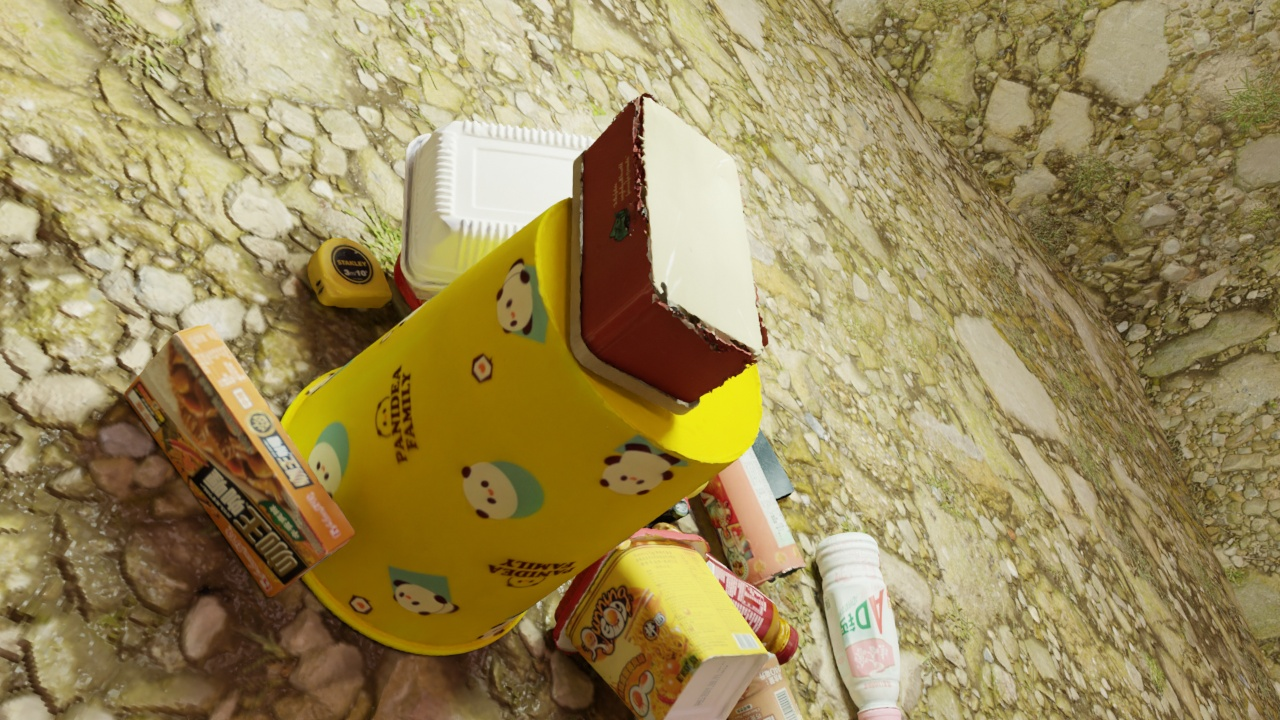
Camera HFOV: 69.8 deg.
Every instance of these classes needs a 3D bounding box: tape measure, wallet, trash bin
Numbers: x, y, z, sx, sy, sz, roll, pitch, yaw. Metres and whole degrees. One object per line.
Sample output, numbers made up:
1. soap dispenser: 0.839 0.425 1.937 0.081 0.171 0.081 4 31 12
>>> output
1. tape measure: -0.229 -0.065 0.711 0.059 0.029 0.057 -3 64 -52
2. wallet: 0.117 0.112 0.998 0.120 0.019 0.097 -5 64 -55
3. trash bin: -0.076 0.040 0.601 0.229 0.256 0.229 31 39 -30

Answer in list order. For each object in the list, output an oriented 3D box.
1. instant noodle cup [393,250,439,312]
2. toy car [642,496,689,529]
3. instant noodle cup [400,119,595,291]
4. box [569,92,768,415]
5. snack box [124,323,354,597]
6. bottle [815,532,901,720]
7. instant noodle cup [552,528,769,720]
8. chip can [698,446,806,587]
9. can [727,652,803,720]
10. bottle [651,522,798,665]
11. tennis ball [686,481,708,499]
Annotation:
1. instant noodle cup: -0.124 -0.069 0.781 0.116 0.116 0.124 57 22 4
2. toy car: -0.008 0.122 0.797 0.120 0.053 0.045 18 52 -45
3. instant noodle cup: -0.088 -0.119 0.690 0.173 0.060 0.137 4 66 -17
4. box: 0.019 -0.065 0.504 0.091 0.079 0.168 28 41 -32
5. snack box: -0.238 0.060 0.543 0.153 0.075 0.026 55 32 0
6. bottle: 0.228 0.279 0.945 0.068 0.068 0.196 25 47 -37
7. instant noodle cup: 0.018 0.200 0.674 0.116 0.116 0.123 15 21 -45
8. chip can: 0.088 0.117 0.905 0.071 0.071 0.214 0 61 -51
9. can: 0.109 0.310 0.769 0.058 0.059 0.116 1 60 -51
10. bottle: 0.069 0.211 0.809 0.175 0.058 0.057 40 36 -22
11. tennis ball: 0.034 0.099 0.859 0.065 0.066 0.065 32 39 -31
